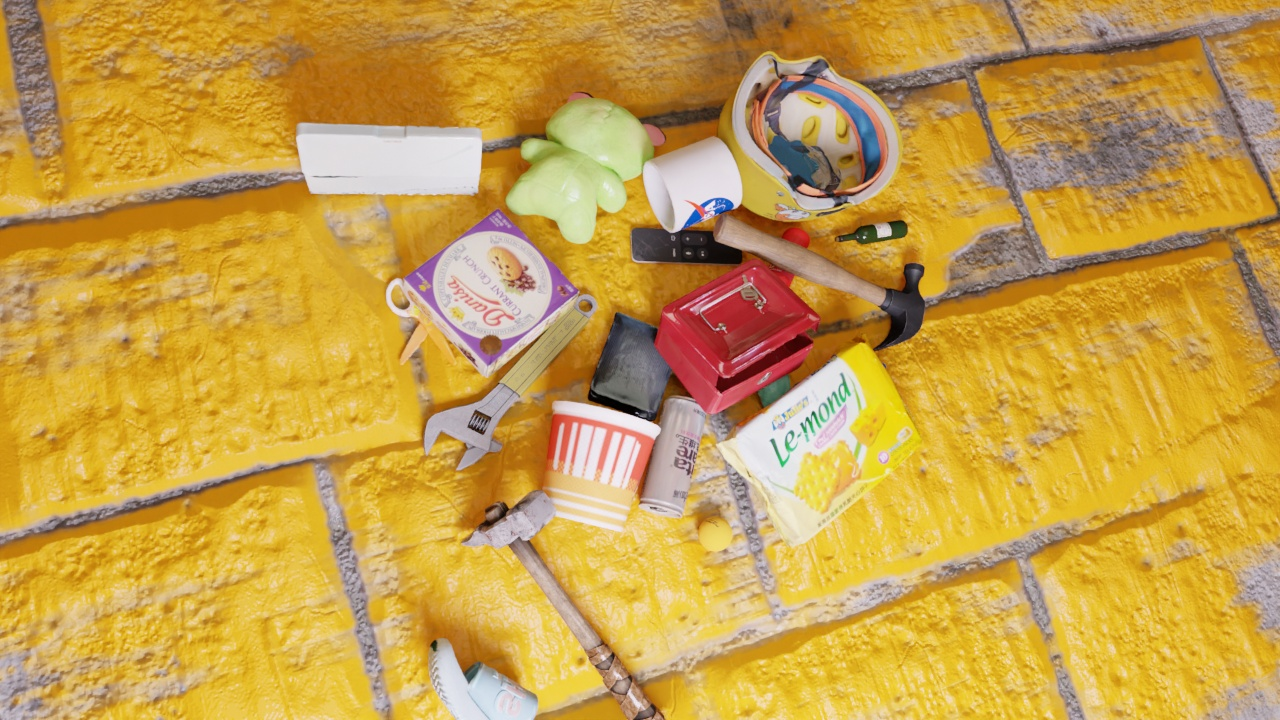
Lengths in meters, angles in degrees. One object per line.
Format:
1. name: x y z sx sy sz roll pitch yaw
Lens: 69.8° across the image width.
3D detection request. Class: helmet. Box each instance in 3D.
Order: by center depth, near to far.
1. helmet: 0.198 -0.266 1.173 0.239 0.140 0.209 2 74 -26

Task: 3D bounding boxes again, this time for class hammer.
1. hammer: -0.068 0.285 0.988 0.319 0.122 0.048 55 39 -4
2. hammer: 0.228 -0.108 1.158 0.305 0.040 0.132 20 71 -19

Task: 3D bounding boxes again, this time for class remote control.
1. remote control: 0.059 -0.145 1.172 0.146 0.008 0.045 1 75 -13

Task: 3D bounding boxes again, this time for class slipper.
1. slipper: -0.131 0.376 0.941 0.074 0.104 0.245 -40 93 -22

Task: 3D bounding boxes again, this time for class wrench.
1. wrench: -0.145 0.018 1.074 0.083 0.018 0.272 40 70 0

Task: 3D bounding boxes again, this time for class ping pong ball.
1. ping pong ball: 0.087 0.202 1.067 0.040 0.040 0.040 3 74 -12

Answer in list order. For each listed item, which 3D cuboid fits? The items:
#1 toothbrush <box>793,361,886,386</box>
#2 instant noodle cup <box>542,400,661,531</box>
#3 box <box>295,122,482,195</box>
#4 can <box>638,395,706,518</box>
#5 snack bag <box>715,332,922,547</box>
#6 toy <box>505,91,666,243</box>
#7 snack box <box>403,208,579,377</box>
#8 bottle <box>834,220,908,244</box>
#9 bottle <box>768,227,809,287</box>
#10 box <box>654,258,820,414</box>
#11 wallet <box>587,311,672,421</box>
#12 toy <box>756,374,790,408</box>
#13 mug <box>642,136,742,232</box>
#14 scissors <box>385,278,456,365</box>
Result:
1. toothbrush: 0.257 0.020 1.170 0.135 0.017 0.021 -12 80 -16
2. instant noodle cup: -0.052 0.120 1.021 0.123 0.123 0.121 15 80 -9
3. box: -0.281 -0.220 1.044 0.197 0.135 0.040 -1 65 -13
4. can: 0.039 0.112 1.074 0.054 0.054 0.135 17 71 -8
5. snack bag: 0.220 0.093 1.102 0.246 0.068 0.159 -34 97 -18
6. toy: -0.068 -0.248 1.125 0.150 0.107 0.196 28 79 -2
7. snack box: -0.172 -0.079 1.068 0.143 0.041 0.147 45 68 7
8. bottle: 0.308 -0.169 1.228 0.106 0.025 0.025 -11 78 -16
9. bottle: 0.181 -0.114 1.177 0.036 0.036 0.118 28 71 -5
10. box: 0.112 -0.029 1.082 0.157 0.093 0.129 -28 65 -22
11. wallet: -0.007 0.006 1.107 0.089 0.026 0.114 20 71 -6
12. toy: 0.141 0.026 1.134 0.105 0.033 0.085 37 78 -5
13. mug: 0.060 -0.212 1.130 0.090 0.121 0.091 -23 87 -12
14. scissors: -0.253 -0.050 1.071 0.128 0.011 0.125 30 69 -2
